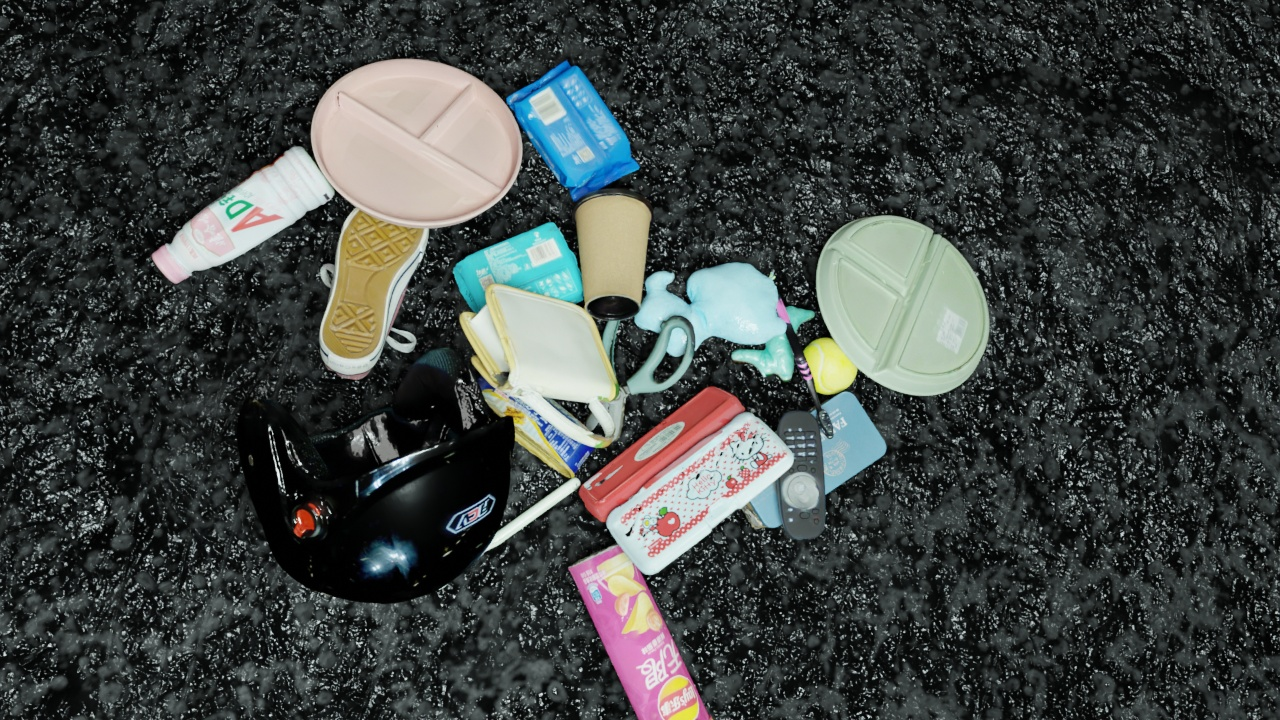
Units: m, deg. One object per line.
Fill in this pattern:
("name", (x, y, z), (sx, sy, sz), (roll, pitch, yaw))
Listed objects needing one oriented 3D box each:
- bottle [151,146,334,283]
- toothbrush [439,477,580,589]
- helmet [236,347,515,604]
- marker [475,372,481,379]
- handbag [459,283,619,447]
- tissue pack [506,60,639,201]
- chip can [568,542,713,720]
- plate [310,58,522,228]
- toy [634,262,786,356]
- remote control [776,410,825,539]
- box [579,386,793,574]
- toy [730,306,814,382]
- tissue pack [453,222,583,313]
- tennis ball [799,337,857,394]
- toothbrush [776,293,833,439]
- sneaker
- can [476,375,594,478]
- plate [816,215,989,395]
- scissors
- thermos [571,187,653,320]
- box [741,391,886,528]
("bottle", (-0.433, -0.154, 1.000), (0.196, 0.068, 0.068), (-37, 86, -9))
("toothbrush", (-0.145, 0.183, 0.994), (0.189, 0.020, 0.029), (-34, 115, -13))
("helmet", (-0.238, 0.118, 0.875), (0.232, 0.275, 0.230), (-22, 107, -47))
("marker", (-0.188, 0.042, 1.018), (0.018, 0.015, 0.123), (31, 75, -5))
("handbag", (-0.095, 0.016, 0.950), (0.063, 0.163, 0.178), (-41, 59, 27))
("tissue pack", (-0.078, -0.266, 1.072), (0.095, 0.052, 0.157), (-33, 85, -10))
("chip can", (-0.002, 0.298, 0.963), (0.071, 0.071, 0.210), (-25, 83, -11))
("plate", (-0.249, -0.243, 1.032), (0.229, 0.028, 0.229), (6, 63, -13))
("toy", (0.085, -0.063, 1.053), (0.161, 0.050, 0.156), (42, 82, 16))
("remote control", (0.170, 0.122, 0.980), (0.053, 0.024, 0.136), (1, 80, -9))
("box", (0.043, 0.118, 0.971), (0.201, 0.063, 0.160), (-37, 41, -11))
("toy", (0.154, -0.020, 1.066), (0.096, 0.030, 0.091), (4, 76, -1))
("tissue pack", (-0.134, -0.089, 1.031), (0.133, 0.050, 0.093), (-24, 84, -11))
("tennis ball", (0.214, 0.006, 1.049), (0.065, 0.065, 0.065), (1, 79, -7))
("toothbrush", (0.180, 0.001, 1.025), (0.014, 0.018, 0.189), (-17, 65, 0))
("sneaker", (-0.291, -0.076, 0.993), (0.118, 0.088, 0.240), (14, 55, -12))
("can", (-0.118, 0.064, 0.993), (0.148, 0.075, 0.049), (38, 73, 1))
("plate", (0.310, -0.071, 1.064), (0.230, 0.028, 0.229), (7, 67, -17))
("scissors", (-0.003, 0.009, 1.024), (0.172, 0.019, 0.176), (-2, 80, 15))
("thermos", (-0.030, -0.120, 1.018), (0.093, 0.093, 0.143), (2, 65, -7))
("box", (0.186, 0.110, 1.028), (0.184, 0.063, 0.090), (-34, 86, -10))
